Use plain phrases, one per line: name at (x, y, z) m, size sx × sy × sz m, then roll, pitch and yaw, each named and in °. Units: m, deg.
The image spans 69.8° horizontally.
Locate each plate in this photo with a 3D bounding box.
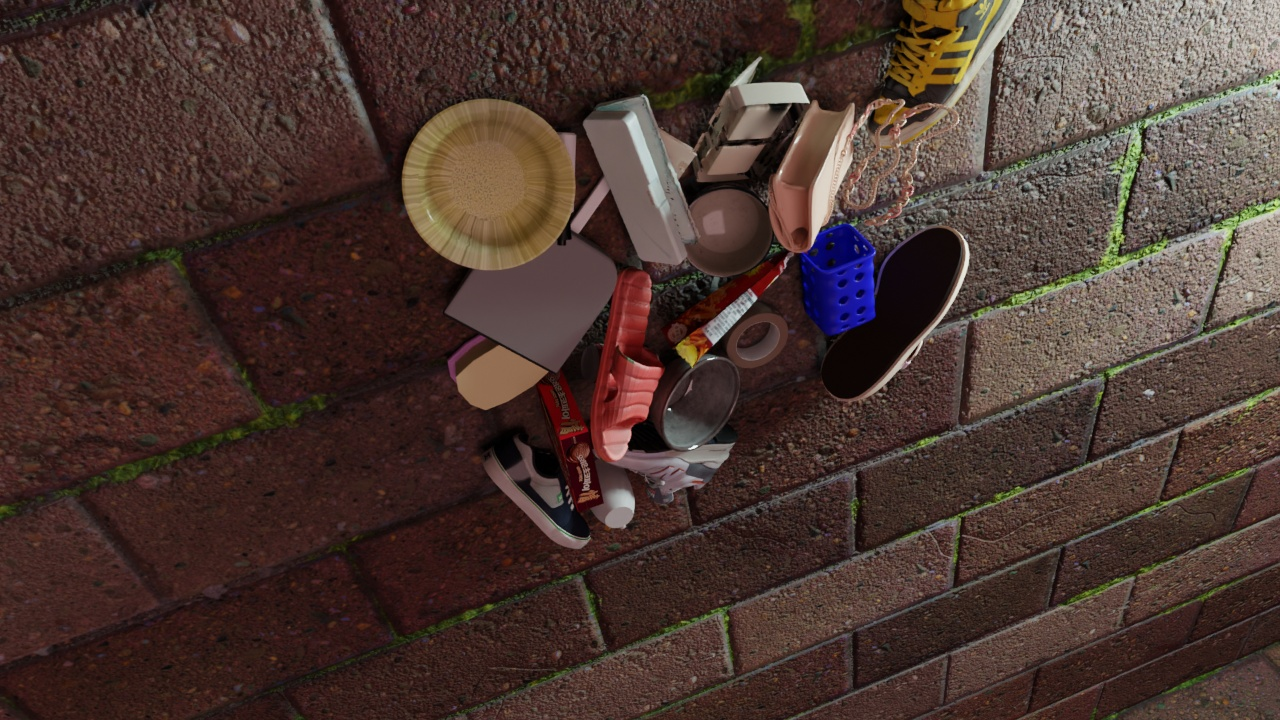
plate at (-0.165, -0.194, 1.008) m, size 0.184 × 0.036 × 0.184 m, roll -4°, pitch 112°, yaw -9°

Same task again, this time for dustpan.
dustpan at (-0.098, -0.124, 1.095) m, size 0.163 × 0.033 × 0.258 m, roll 30°, pitch 106°, yaw -27°

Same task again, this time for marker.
marker at (-0.087, -0.193, 1.038) m, size 0.025 × 0.025 × 0.126 m, roll -3°, pitch 107°, yaw -21°

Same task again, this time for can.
can at (-0.027, 0.006, 1.228) m, size 0.096 × 0.054 × 0.054 m, roll 3°, pitch 125°, yaw -25°

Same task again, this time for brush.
brush at (-0.135, -0.022, 1.167) m, size 0.229 × 0.043 × 0.089 m, roll -31°, pitch 132°, yaw 3°

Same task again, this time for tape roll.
tape roll at (0.159, -0.035, 1.290) m, size 0.093 × 0.030 × 0.094 m, roll -12°, pitch 130°, yaw -15°

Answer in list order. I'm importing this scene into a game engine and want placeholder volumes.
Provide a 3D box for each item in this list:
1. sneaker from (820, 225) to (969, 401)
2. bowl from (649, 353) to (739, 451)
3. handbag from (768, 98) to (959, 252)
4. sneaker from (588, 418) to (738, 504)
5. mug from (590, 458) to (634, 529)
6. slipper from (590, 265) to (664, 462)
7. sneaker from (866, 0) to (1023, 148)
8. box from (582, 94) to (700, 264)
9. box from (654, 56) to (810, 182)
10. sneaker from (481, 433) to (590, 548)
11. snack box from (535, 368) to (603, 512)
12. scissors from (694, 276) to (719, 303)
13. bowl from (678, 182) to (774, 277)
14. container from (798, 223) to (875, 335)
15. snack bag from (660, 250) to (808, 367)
sneaker at (0.388, -0.060, 1.334) m, size 0.116 × 0.111 × 0.294 m, roll -3°, pitch 129°, yaw -49°
bowl at (0.064, 0.048, 1.275) m, size 0.144 × 0.067 × 0.145 m, roll -24°, pitch 130°, yaw -32°
handbag at (0.251, -0.196, 1.060) m, size 0.198 × 0.187 × 0.117 m, roll -61°, pitch 151°, yaw -28°
sneaker at (0.026, 0.153, 1.344) m, size 0.239 × 0.089 × 0.124 m, roll -1°, pitch 123°, yaw -27°
mug at (-0.041, 0.212, 1.360) m, size 0.071 × 0.089 × 0.107 m, roll -22°, pitch 131°, yaw -6°
slipper at (-0.007, 0.007, 1.151) m, size 0.103 × 0.059 × 0.248 m, roll 13°, pitch 85°, yaw -65°
sneaker at (0.330, -0.367, 1.063) m, size 0.122 × 0.086 × 0.239 m, roll 22°, pitch 111°, yaw -41°
box at (0.000, -0.198, 1.046) m, size 0.086 × 0.072 × 0.199 m, roll -15°, pitch 128°, yaw 15°
box at (0.080, -0.272, 1.043) m, size 0.181 × 0.081 × 0.144 m, roll -8°, pitch 157°, yaw -24°
sneaker at (-0.125, 0.188, 1.313) m, size 0.079 × 0.084 × 0.235 m, roll -35°, pitch 128°, yaw 5°
snack box at (-0.096, 0.097, 1.204) m, size 0.035 × 0.152 × 0.133 m, roll -17°, pitch 131°, yaw -10°
scissors at (0.096, -0.069, 1.245) m, size 0.130 × 0.019 × 0.135 m, roll -42°, pitch 137°, yaw 6°
bowl at (0.105, -0.167, 1.132) m, size 0.115 × 0.059 × 0.116 m, roll 1°, pitch 118°, yaw 2°
container at (0.267, -0.108, 1.244) m, size 0.084 × 0.085 × 0.114 m, roll -21°, pitch 132°, yaw -7°
snack bag at (0.128, -0.075, 1.180) m, size 0.208 × 0.139 × 0.066 m, roll -37°, pitch 86°, yaw 5°
